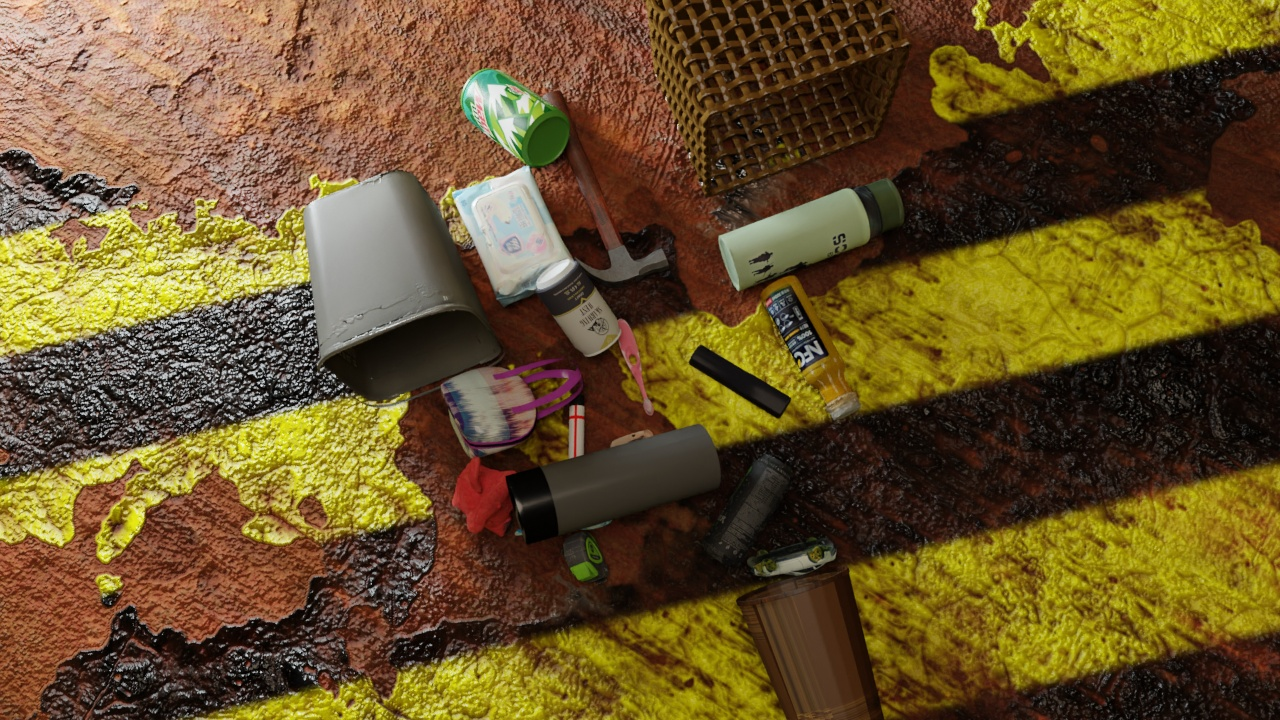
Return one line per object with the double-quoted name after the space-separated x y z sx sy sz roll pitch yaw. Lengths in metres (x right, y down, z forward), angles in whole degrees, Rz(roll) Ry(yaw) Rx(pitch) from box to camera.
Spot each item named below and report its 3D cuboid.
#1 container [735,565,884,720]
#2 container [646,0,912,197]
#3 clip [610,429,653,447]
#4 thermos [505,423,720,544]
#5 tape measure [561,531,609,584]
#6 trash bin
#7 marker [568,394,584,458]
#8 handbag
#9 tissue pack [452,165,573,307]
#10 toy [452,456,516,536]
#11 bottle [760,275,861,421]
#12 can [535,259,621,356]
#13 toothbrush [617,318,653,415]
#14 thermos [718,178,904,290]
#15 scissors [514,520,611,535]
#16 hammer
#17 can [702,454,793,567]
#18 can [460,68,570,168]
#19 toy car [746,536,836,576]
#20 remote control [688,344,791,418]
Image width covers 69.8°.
0.195 0.331 1.024 0.132 0.132 0.167 -17 81 0 "container"
0.161 -0.383 1.157 0.251 0.220 0.214 -20 75 -1 "container"
-0.013 0.103 1.142 0.060 0.039 0.024 -32 77 2 "clip"
-0.032 0.144 1.075 0.240 0.082 0.082 -14 74 -16 "thermos"
-0.070 0.237 1.100 0.036 0.065 0.058 -24 65 13 "tape measure"
-0.306 -0.093 1.145 0.197 0.197 0.220 -21 69 1 "trash bin"
-0.081 0.115 1.153 0.019 0.019 0.145 -1 76 4 "marker"
-0.154 0.044 1.144 0.169 0.068 0.144 -22 45 -15 "handbag"
-0.166 -0.168 1.208 0.112 0.070 0.181 -24 74 -4 "tissue pack"
-0.201 0.154 1.103 0.094 0.133 0.088 30 69 21 "toy"
0.214 -0.015 1.144 0.053 0.053 0.186 -25 75 -2 "bottle"
-0.074 -0.061 1.154 0.064 0.064 0.127 -36 112 -5 "can"
-0.007 0.007 1.177 0.021 0.016 0.135 -18 75 0 "toothbrush"
0.219 -0.165 1.173 0.231 0.082 0.082 -21 75 0 "thermos"
-0.093 0.200 1.122 0.135 0.066 0.015 -17 101 15 "scissors"
-0.070 -0.236 1.239 0.111 0.028 0.300 -22 75 -2 "hammer"
0.129 0.181 1.100 0.054 0.054 0.137 32 80 12 "can"
-0.169 -0.327 1.229 0.083 0.083 0.144 -46 62 -7 "can"
0.180 0.236 1.086 0.105 0.048 0.033 -14 94 1 "toy car"
0.125 0.025 1.161 0.136 0.015 0.032 32 80 12 "remote control"
